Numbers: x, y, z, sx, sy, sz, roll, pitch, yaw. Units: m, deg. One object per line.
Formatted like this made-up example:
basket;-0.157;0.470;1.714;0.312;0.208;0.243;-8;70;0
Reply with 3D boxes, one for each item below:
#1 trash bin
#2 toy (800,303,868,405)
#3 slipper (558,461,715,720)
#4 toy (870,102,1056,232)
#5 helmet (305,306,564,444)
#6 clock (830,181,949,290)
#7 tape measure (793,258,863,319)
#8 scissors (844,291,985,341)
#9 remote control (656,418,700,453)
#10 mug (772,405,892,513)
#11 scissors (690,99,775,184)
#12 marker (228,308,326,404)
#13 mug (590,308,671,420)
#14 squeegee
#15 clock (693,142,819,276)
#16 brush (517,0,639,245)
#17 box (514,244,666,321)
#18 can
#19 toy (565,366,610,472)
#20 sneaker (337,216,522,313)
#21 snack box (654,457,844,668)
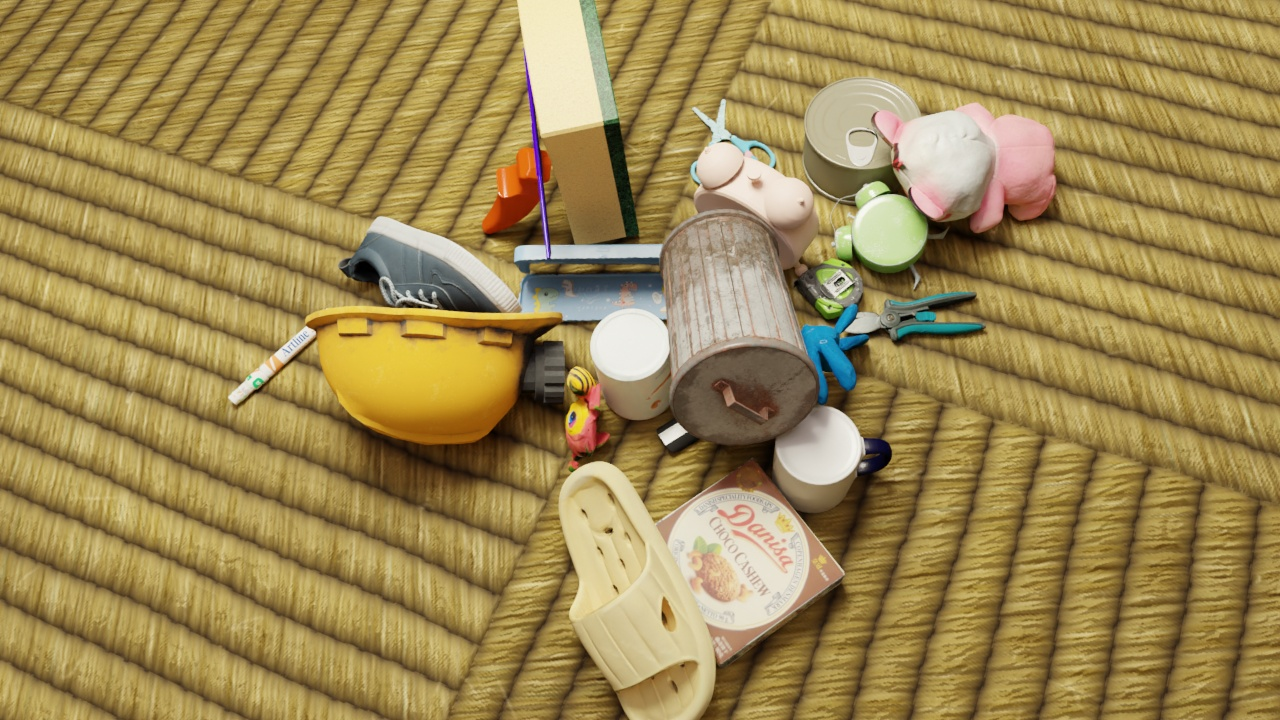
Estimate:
trash bin;0.085;-0.029;0.855;0.131;0.131;0.210;-7;45;3
toy;0.173;-0.004;0.905;0.113;0.176;0.071;-24;95;13
slipper;-0.017;0.214;0.840;0.111;0.079;0.261;-31;69;21
toy;0.348;-0.210;0.972;0.212;0.084;0.142;-5;76;-25
helmet;-0.205;0.019;0.930;0.255;0.205;0.131;0;86;-8
clock;0.265;-0.142;1.002;0.119;0.042;0.094;28;91;16
tape measure;0.210;-0.080;0.996;0.058;0.036;0.065;-37;67;-11
scissors;0.296;-0.043;0.980;0.149;0.019;0.131;37;74;19
remote control;0.085;0.048;0.964;0.146;0.015;0.033;-31;66;-8
mug;0.185;0.096;0.886;0.112;0.097;0.078;-5;65;4
scissors;0.092;-0.257;1.107;0.119;0.015;0.138;-37;61;-11
marker;-0.406;-0.005;1.042;0.017;0.017;0.145;39;75;21
mug;-0.006;0.006;0.944;0.082;0.105;0.082;-2;65;5
squeegee;-0.135;-0.190;1.016;0.055;0.185;0.249;3;69;-30
clock;0.116;-0.148;0.968;0.131;0.161;0.086;33;71;18
brush;-0.064;-0.266;0.994;0.075;0.250;0.194;-11;68;1
box;-0.036;-0.081;1.014;0.210;0.072;0.079;1;79;5
can;0.250;-0.250;1.049;0.128;0.073;0.127;-2;65;5
toy;-0.056;0.057;0.936;0.046;0.084;0.103;1;102;13
sneaker;-0.238;-0.086;1.016;0.236;0.089;0.087;24;72;29
snack box;0.094;0.192;0.882;0.147;0.041;0.143;-33;65;-8
